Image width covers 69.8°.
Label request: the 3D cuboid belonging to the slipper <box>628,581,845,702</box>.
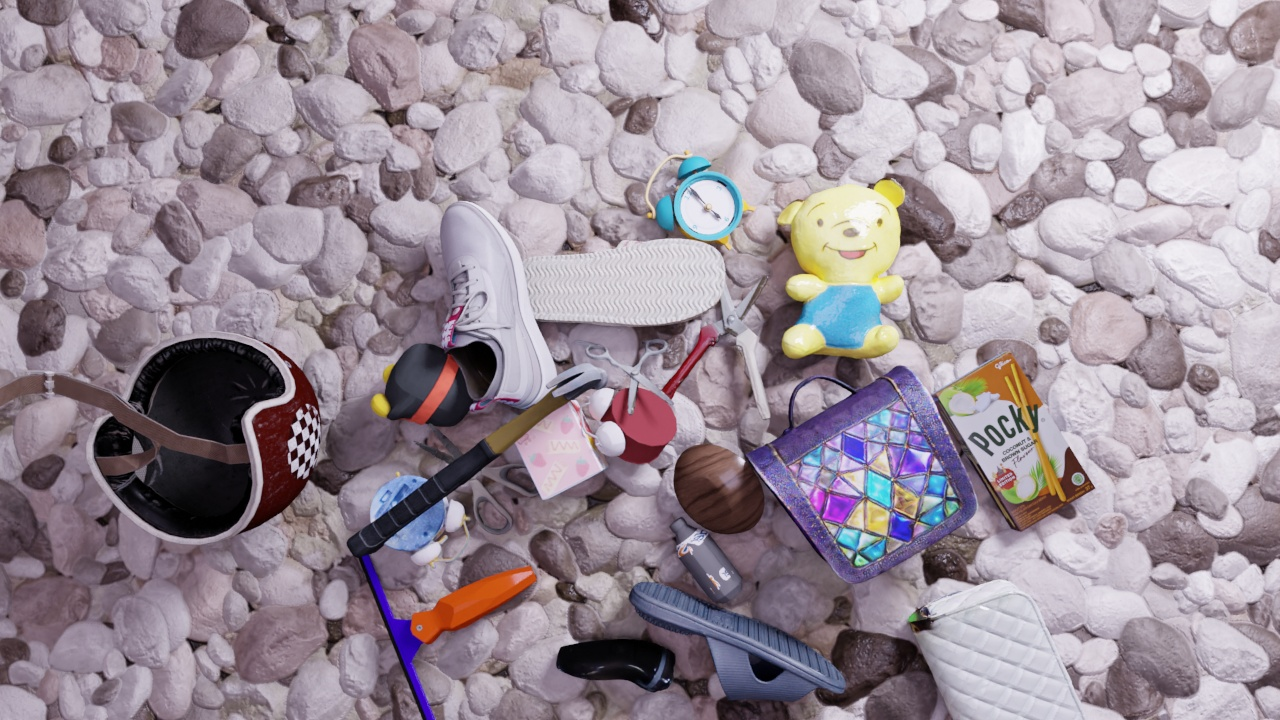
[{"bbox_3d":[0.102,0.340,1.061,0.264,0.101,0.082,21,95,10],"label":"slipper"}]

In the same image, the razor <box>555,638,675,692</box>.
[{"bbox_3d":[-0.029,0.362,1.087,0.140,0.052,0.064,1,119,9],"label":"razor"}]

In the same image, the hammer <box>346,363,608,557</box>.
[{"bbox_3d":[-0.180,0.108,0.992,0.333,0.118,0.025,-37,81,5],"label":"hammer"}]

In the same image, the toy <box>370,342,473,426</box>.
[{"bbox_3d":[-0.244,0.035,1.096,0.119,0.097,0.100,32,119,-19],"label":"toy"}]

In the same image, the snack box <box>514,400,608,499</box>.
[{"bbox_3d":[-0.094,0.103,1.082,0.079,0.093,0.094,-27,85,1],"label":"snack box"}]

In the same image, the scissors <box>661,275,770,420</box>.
[{"bbox_3d":[0.109,-0.007,1.105,0.199,0.015,0.179,-46,67,4],"label":"scissors"}]

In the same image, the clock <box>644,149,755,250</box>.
[{"bbox_3d":[0.070,-0.194,1.121,0.129,0.044,0.099,31,88,-3],"label":"clock"}]

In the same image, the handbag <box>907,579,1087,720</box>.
[{"bbox_3d":[0.409,0.359,1.054,0.139,0.072,0.195,-23,86,10],"label":"handbag"}]

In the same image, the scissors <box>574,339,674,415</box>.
[{"bbox_3d":[-0.020,0.011,1.086,0.165,0.141,0.014,14,130,21],"label":"scissors"}]

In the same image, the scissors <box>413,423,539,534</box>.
[{"bbox_3d":[-0.188,0.134,1.101,0.153,0.012,0.163,-15,102,-12],"label":"scissors"}]

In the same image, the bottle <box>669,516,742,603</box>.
[{"bbox_3d":[0.075,0.235,1.089,0.047,0.047,0.112,-38,86,-1],"label":"bottle"}]

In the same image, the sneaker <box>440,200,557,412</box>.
[{"bbox_3d":[-0.193,-0.060,1.070,0.097,0.128,0.263,-21,87,29],"label":"sneaker"}]

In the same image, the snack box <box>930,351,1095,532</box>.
[{"bbox_3d":[0.439,0.095,1.088,0.101,0.031,0.186,-30,85,0],"label":"snack box"}]

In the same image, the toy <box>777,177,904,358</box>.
[{"bbox_3d":[0.236,-0.105,1.087,0.149,0.084,0.214,1,85,-4],"label":"toy"}]

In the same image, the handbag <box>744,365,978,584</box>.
[{"bbox_3d":[0.245,0.119,1.049,0.205,0.125,0.222,-31,87,1],"label":"handbag"}]

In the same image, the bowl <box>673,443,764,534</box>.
[{"bbox_3d":[0.083,0.157,1.065,0.119,0.032,0.119,16,121,28],"label":"bowl"}]

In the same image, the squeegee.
[{"bbox_3d":[-0.211,0.295,1.093,0.184,0.055,0.249,-25,71,-11],"label":"squeegee"}]

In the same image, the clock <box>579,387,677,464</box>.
[{"bbox_3d":[-0.013,0.075,1.069,0.124,0.044,0.087,8,48,-26],"label":"clock"}]

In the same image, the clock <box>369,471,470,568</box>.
[{"bbox_3d":[-0.263,0.192,1.100,0.125,0.052,0.088,37,83,7],"label":"clock"}]

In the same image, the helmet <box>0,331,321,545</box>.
[{"bbox_3d":[-0.487,0.082,1.020,0.233,0.253,0.234,-6,110,7],"label":"helmet"}]

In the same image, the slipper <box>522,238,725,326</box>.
[{"bbox_3d":[-0.026,-0.094,1.115,0.263,0.052,0.115,-3,82,13],"label":"slipper"}]
